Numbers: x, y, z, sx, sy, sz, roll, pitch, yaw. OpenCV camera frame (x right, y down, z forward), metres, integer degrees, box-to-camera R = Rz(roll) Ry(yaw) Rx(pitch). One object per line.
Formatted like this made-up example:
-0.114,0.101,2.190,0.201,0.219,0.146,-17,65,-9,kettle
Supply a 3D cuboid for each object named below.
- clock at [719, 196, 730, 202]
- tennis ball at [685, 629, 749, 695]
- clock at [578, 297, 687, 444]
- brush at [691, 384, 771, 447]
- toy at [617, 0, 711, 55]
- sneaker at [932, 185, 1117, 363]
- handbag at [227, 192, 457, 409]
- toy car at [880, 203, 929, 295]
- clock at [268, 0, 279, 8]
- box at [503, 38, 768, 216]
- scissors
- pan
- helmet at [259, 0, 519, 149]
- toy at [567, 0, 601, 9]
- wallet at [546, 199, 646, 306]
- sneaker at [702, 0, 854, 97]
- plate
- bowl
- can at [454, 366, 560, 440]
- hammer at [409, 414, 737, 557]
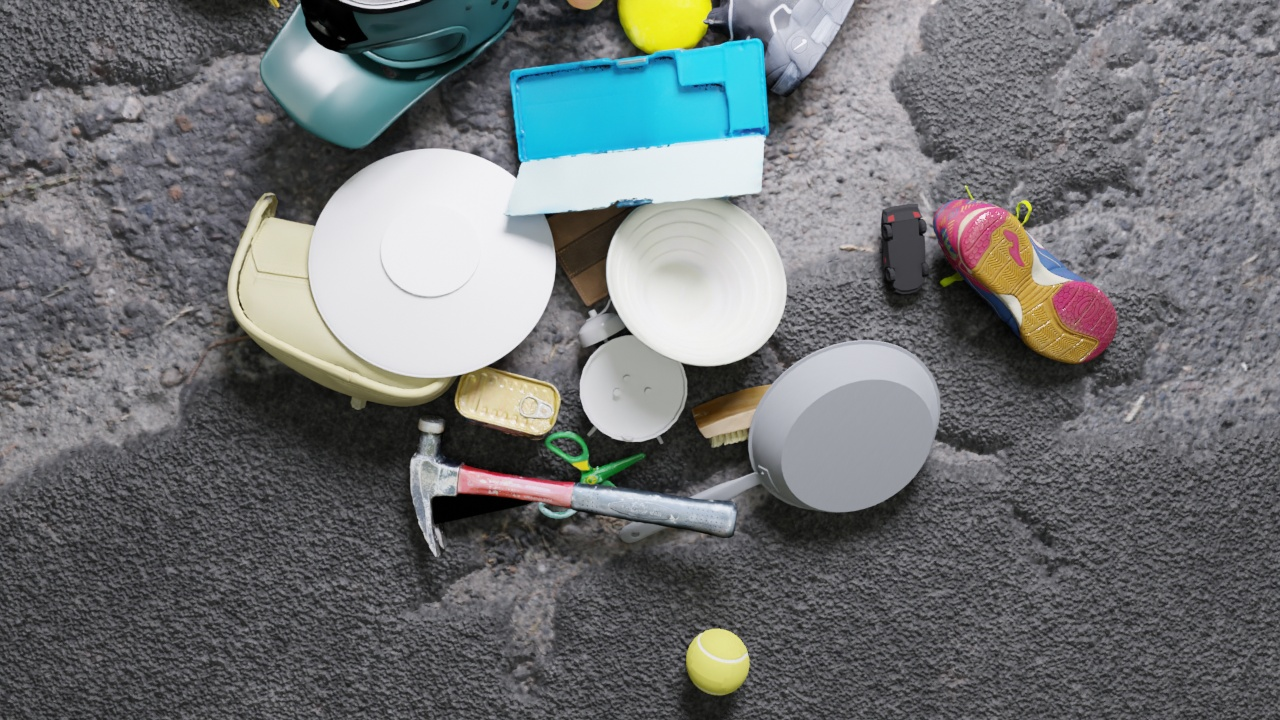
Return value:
0.049,-0.199,0.918,0.087,0.042,0.123,-20,90,-1,clock
0.080,0.311,0.948,0.065,0.065,0.065,0,95,-3,tennis ball
-0.006,0.005,0.919,0.120,0.061,0.159,6,96,-4,clock
0.114,0.056,0.937,0.117,0.049,0.039,-15,114,-1,brush
0.024,-0.346,0.900,0.094,0.041,0.095,35,92,-10,toy
0.391,-0.086,0.931,0.241,0.091,0.116,35,98,-25,sneaker
-0.283,-0.054,0.895,0.233,0.089,0.190,11,79,-4,handbag
0.267,-0.113,0.936,0.042,0.036,0.092,-10,105,-4,toy car
-0.363,-0.429,0.862,0.117,0.059,0.158,25,93,-6,clock
-0.003,-0.209,0.869,0.244,0.070,0.170,-3,74,13,box
-0.055,0.124,0.942,0.125,0.011,0.130,38,105,-17,scissors
0.139,0.111,0.923,0.357,0.050,0.201,-29,120,5,pan
-0.209,-0.331,0.804,0.176,0.201,0.274,37,70,-8,helmet
-0.010,-0.422,0.827,0.099,0.148,0.215,39,57,-16,toy
-0.028,-0.125,0.924,0.121,0.027,0.098,-32,98,1,wallet
0.143,-0.396,0.872,0.151,0.097,0.253,26,99,-8,sneaker
-0.194,-0.098,0.855,0.229,0.030,0.229,1,76,-6,plate
0.048,-0.071,0.886,0.176,0.058,0.176,4,72,-13,bowl
-0.131,0.044,0.910,0.100,0.059,0.054,15,76,-4,can
-0.069,0.144,0.915,0.326,0.036,0.140,8,103,3,hammer
